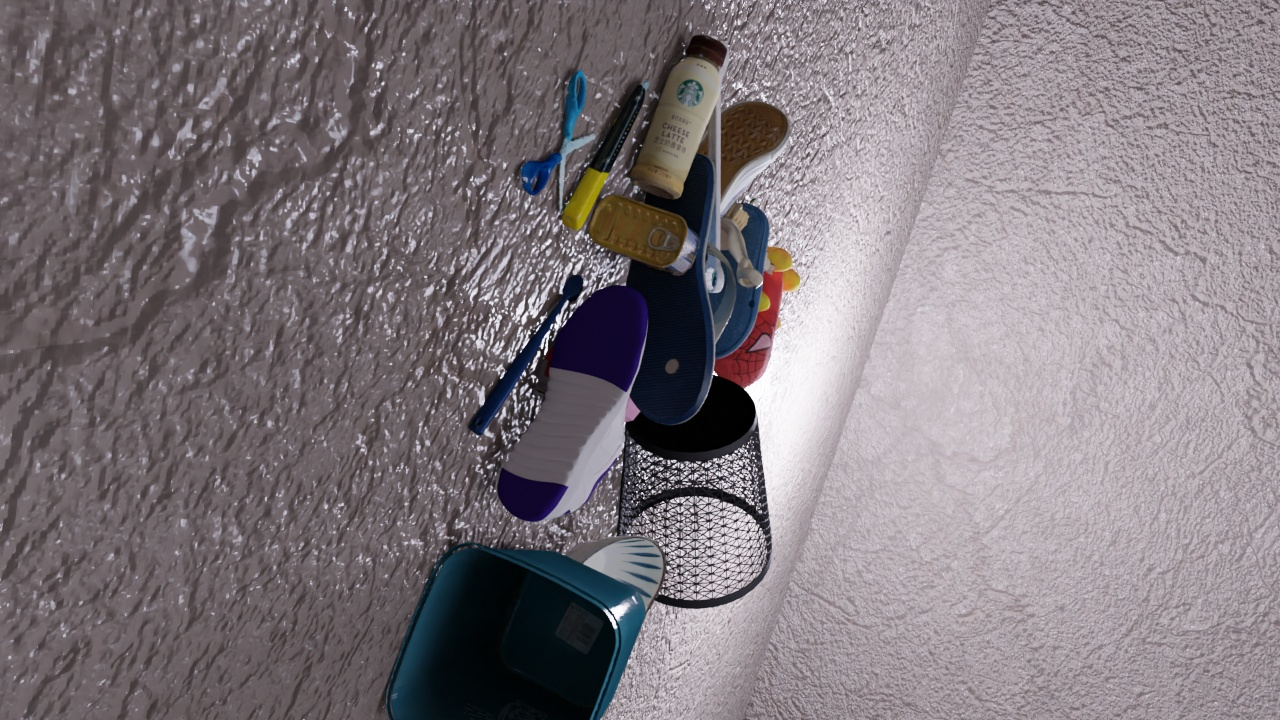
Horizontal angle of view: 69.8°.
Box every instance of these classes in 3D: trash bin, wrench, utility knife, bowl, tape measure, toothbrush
[{"bbox_3d":[-0.103,0.294,0.936,0.199,0.197,0.218,-68,165,-1],"label":"trash bin"},{"bbox_3d":[0.079,-0.210,0.983,0.009,0.047,0.273,-1,93,-26],"label":"wrench"},{"bbox_3d":[-0.029,-0.199,0.866,0.174,0.020,0.029,-63,175,-16],"label":"utility knife"},{"bbox_3d":[-0.058,0.275,1.142,0.177,0.071,0.178,-22,129,-29],"label":"bowl"},{"bbox_3d":[0.069,0.162,1.211,0.216,0.217,0.244,-47,144,-44],"label":"trash bin"},{"bbox_3d":[-0.080,0.011,0.938,0.060,0.020,0.062,10,101,-69],"label":"tape measure"},{"bbox_3d":[-0.104,-0.007,0.869,0.189,0.016,0.017,-59,164,-25],"label":"toothbrush"}]

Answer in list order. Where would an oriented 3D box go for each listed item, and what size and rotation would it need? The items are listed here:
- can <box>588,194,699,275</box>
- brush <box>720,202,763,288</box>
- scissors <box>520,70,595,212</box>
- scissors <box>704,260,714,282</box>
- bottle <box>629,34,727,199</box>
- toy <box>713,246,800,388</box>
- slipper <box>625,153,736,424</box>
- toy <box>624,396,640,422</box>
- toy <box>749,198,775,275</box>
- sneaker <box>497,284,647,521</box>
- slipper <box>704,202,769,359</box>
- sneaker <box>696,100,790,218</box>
[{"bbox_3d":[0.006,-0.123,0.911,0.054,0.100,0.059,-68,160,1],"label":"can"},{"bbox_3d":[0.108,-0.134,1.063,0.272,0.062,0.077,-100,-152,-69],"label":"brush"},{"bbox_3d":[-0.069,-0.184,0.795,0.132,0.014,0.128,-52,158,-48],"label":"scissors"},{"bbox_3d":[0.067,-0.071,1.132,0.127,0.011,0.126,-59,156,-22],"label":"scissors"},{"bbox_3d":[0.042,-0.250,0.940,0.162,0.056,0.056,-69,159,0],"label":"bottle"},{"bbox_3d":[0.165,-0.060,1.368,0.147,0.099,0.216,40,71,-57],"label":"toy"},{"bbox_3d":[0.040,-0.074,0.960,0.060,0.118,0.294,26,65,-56],"label":"slipper"},{"bbox_3d":[-0.006,0.006,1.055,0.123,0.067,0.157,-71,163,8],"label":"toy"},{"bbox_3d":[0.153,-0.172,1.291,0.087,0.050,0.112,-46,128,-46],"label":"toy"},{"bbox_3d":[-0.045,0.049,0.912,0.244,0.092,0.111,-63,155,-1],"label":"sneaker"},{"bbox_3d":[0.116,-0.102,1.206,0.059,0.104,0.213,24,83,-72],"label":"slipper"},{"bbox_3d":[0.093,-0.221,1.086,0.234,0.087,0.079,-50,172,-30],"label":"sneaker"}]
